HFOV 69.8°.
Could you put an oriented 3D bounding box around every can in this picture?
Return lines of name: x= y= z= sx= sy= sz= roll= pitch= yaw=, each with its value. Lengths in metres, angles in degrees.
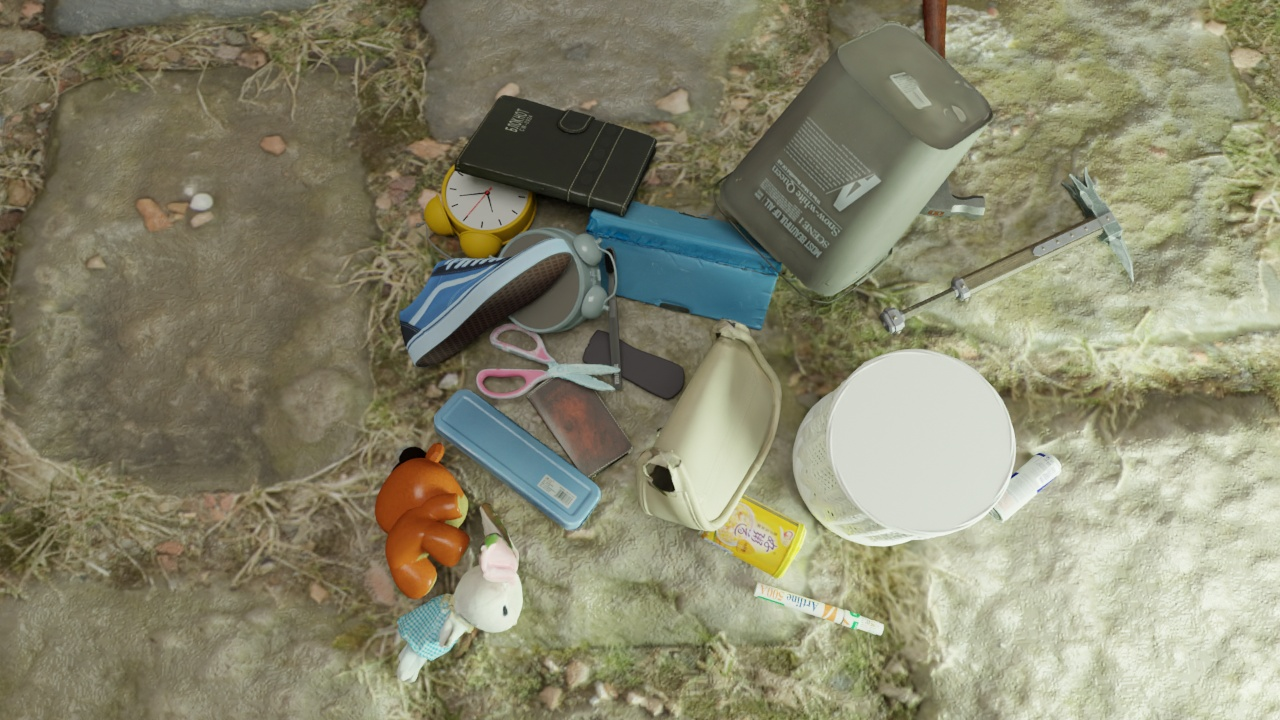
can: x=0.434 y=0.143 z=1.043 sx=0.095 sy=0.032 sz=0.032 roll=-38 pitch=80 yaw=-8
can: x=0.123 y=0.190 z=1.017 sx=0.105 sy=0.068 sz=0.067 roll=27 pitch=79 yaw=7

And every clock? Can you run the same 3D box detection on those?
clock: x=-0.098 y=-0.093 z=1.060 sx=0.160 sy=0.045 sz=0.122 roll=-3 pitch=97 yaw=27
clock: x=-0.194 y=-0.187 z=1.115 sx=0.113 sy=0.052 sz=0.151 roll=36 pitch=76 yaw=8

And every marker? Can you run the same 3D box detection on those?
marker: x=0.198 y=0.277 z=1.023 sx=0.145 sy=0.017 sz=0.017 roll=17 pitch=78 yaw=4

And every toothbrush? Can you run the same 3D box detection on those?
toothbrush: x=-0.031 y=-0.048 z=1.067 sx=0.013 sy=0.013 sz=0.167 roll=-2 pitch=100 yaw=10

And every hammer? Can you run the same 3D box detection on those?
hammer: x=0.370 y=-0.325 z=1.153 sx=0.111 sy=0.028 sz=0.300 roll=4 pitch=77 yaw=0
hammer: x=0.433 y=-0.104 z=1.102 sx=0.316 sy=0.028 sz=0.147 roll=-25 pitch=77 yaw=-5

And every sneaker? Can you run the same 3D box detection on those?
sneaker: x=-0.189 y=-0.090 z=1.035 sx=0.242 sy=0.083 sz=0.098 roll=-32 pitch=76 yaw=25

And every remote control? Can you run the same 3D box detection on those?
remote control: x=-0.006 y=0.006 z=1.089 sx=0.124 sy=0.009 sz=0.046 roll=24 pitch=78 yaw=6

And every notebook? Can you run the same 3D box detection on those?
notebook: x=-0.095 y=-0.251 z=1.105 sx=0.209 sy=0.030 sz=0.169 roll=18 pitch=47 yaw=2

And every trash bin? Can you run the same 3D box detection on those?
trash bin: x=0.235 y=-0.219 z=0.997 sx=0.197 sy=0.221 sz=0.196 roll=48 pitch=51 yaw=9

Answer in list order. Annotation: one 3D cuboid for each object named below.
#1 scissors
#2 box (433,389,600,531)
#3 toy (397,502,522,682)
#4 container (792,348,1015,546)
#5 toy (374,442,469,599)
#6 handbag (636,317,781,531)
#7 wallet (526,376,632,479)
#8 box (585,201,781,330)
scissors: x=-0.102 y=-0.005 z=1.075 sx=0.179 sy=0.016 sz=0.108 roll=-1 pitch=64 yaw=10
box: x=-0.141 y=0.116 z=1.052 sx=0.210 sy=0.064 sz=0.069 roll=36 pitch=63 yaw=6
toy: x=-0.187 y=0.274 z=0.992 sx=0.105 sy=0.131 sz=0.205 roll=36 pitch=92 yaw=-13
container: x=0.270 y=0.098 z=0.975 sx=0.189 sy=0.187 sz=0.189 roll=0 pitch=77 yaw=0
toy: x=-0.239 y=0.163 z=0.995 sx=0.112 sy=0.096 sz=0.176 roll=-45 pitch=52 yaw=22
handbag: x=0.052 y=0.070 z=0.966 sx=0.132 sy=0.184 sz=0.228 roll=11 pitch=51 yaw=22
wallet: x=-0.070 y=0.071 z=1.070 sx=0.072 sy=0.019 sz=0.123 roll=-34 pitch=79 yaw=-7
box: x=0.048 y=-0.114 z=1.102 sx=0.231 sy=0.094 sz=0.110 roll=13 pitch=117 yaw=2
